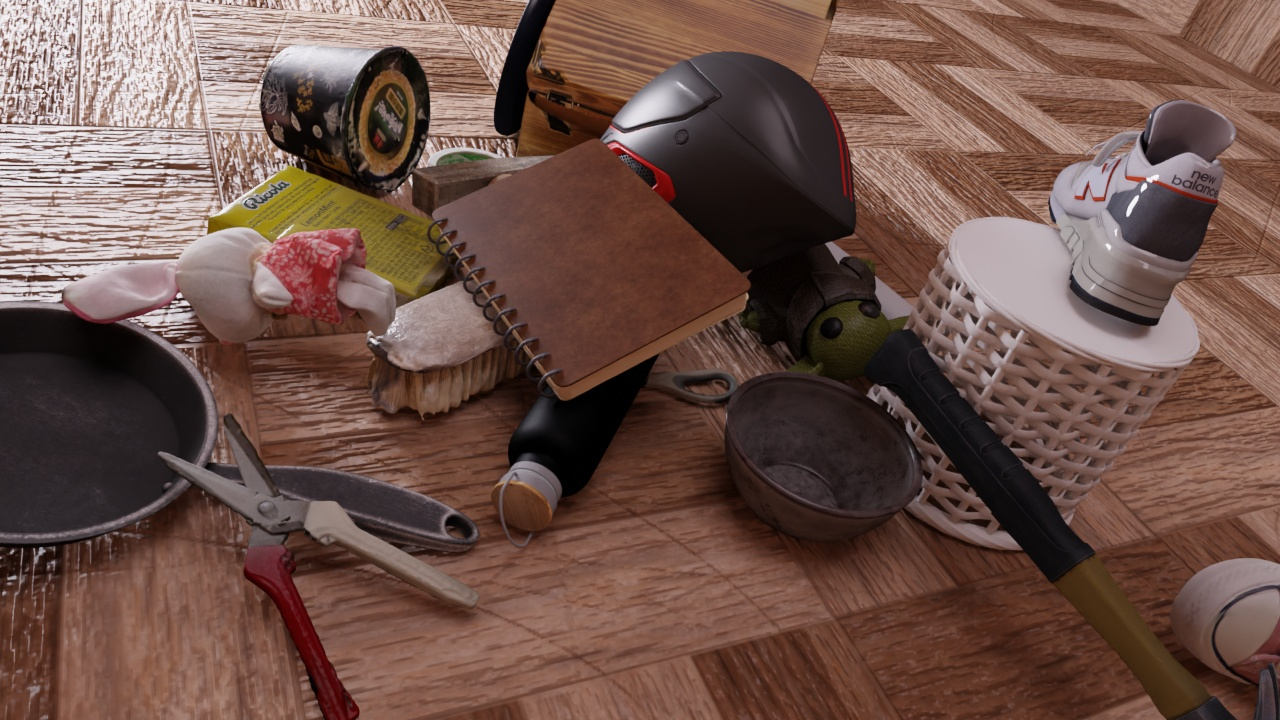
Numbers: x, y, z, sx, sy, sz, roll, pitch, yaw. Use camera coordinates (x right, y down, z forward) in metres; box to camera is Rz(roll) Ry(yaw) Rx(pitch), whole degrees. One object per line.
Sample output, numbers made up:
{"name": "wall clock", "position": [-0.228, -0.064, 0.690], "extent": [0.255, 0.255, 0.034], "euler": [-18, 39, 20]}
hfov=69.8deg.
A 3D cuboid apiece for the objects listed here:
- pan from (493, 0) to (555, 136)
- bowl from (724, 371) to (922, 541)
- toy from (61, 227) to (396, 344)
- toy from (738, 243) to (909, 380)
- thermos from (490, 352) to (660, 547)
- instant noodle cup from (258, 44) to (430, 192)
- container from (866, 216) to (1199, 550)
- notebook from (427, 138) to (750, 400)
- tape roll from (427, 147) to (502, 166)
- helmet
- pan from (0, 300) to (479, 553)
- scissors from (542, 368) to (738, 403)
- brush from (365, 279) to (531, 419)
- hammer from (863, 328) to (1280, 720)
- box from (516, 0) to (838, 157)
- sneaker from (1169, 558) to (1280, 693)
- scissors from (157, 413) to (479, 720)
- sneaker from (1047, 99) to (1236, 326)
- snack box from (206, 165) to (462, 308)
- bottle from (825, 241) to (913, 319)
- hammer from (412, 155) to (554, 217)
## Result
{"name": "pan", "position": [-0.079, -0.411, 1.005], "extent": [0.021, 0.356, 0.199], "euler": [23, -3, -2]}
{"name": "bowl", "position": [0.123, 0.079, 0.670], "extent": [0.145, 0.067, 0.144], "euler": [10, 38, -8]}
{"name": "toy", "position": [-0.266, -0.051, 0.639], "extent": [0.194, 0.084, 0.159], "euler": [2, 9, 1]}
{"name": "toy", "position": [0.161, -0.047, 0.824], "extent": [0.179, 0.078, 0.152], "euler": [-25, 47, -11]}
{"name": "thermos", "position": [-0.045, 0.040, 0.656], "extent": [0.061, 0.061, 0.230], "euler": [22, 42, 7]}
{"name": "instant noodle cup", "position": [-0.284, -0.237, 0.875], "extent": [0.112, 0.137, 0.136], "euler": [16, 36, 16]}
{"name": "container", "position": [0.289, 0.016, 0.714], "extent": [0.189, 0.187, 0.189], "euler": [10, 38, -8]}
{"name": "notebook", "position": [-0.048, -0.077, 0.693], "extent": [0.167, 0.024, 0.225], "euler": [-28, 52, -16]}
{"name": "tape roll", "position": [-0.171, -0.188, 0.938], "extent": [0.094, 0.018, 0.093], "euler": [11, 37, -8]}
{"name": "helmet", "position": [0.081, -0.178, 0.800], "extent": [0.265, 0.170, 0.164], "euler": [41, 13, 34]}
{"name": "pan", "position": [-0.274, 0.063, 0.556], "extent": [0.356, 0.055, 0.186], "euler": [22, 35, -13]}
{"name": "scissors", "position": [0.006, 0.010, 0.759], "extent": [0.168, 0.013, 0.157], "euler": [14, 37, -2]}
{"name": "brush", "position": [-0.100, -0.033, 0.736], "extent": [0.083, 0.057, 0.270], "euler": [32, 38, 26]}
{"name": "hammer", "position": [0.260, 0.111, 0.592], "extent": [0.025, 0.118, 0.333], "euler": [-12, 56, -34]}
{"name": "box", "position": [0.040, -0.303, 0.971], "extent": [0.279, 0.264, 0.268], "euler": [21, 39, 2]}
{"name": "sneaker", "position": [0.477, 0.207, 0.615], "extent": [0.241, 0.118, 0.087], "euler": [18, 19, -8]}
{"name": "scissors", "position": [-0.181, 0.113, 0.519], "extent": [0.179, 0.015, 0.194], "euler": [5, 53, -24]}
{"name": "sneaker", "position": [0.370, -0.128, 0.665], "extent": [0.089, 0.124, 0.239], "euler": [21, 37, 5]}
{"name": "snack box", "position": [-0.248, -0.096, 0.772], "extent": [0.181, 0.045, 0.121], "euler": [21, 35, 0]}
{"name": "bottle", "position": [0.192, -0.084, 0.916], "extent": [0.052, 0.053, 0.195], "euler": [-15, 47, -35]}
{"name": "hammer", "position": [-0.049, -0.114, 0.788], "extent": [0.157, 0.037, 0.301], "euler": [-19, 38, -40]}
